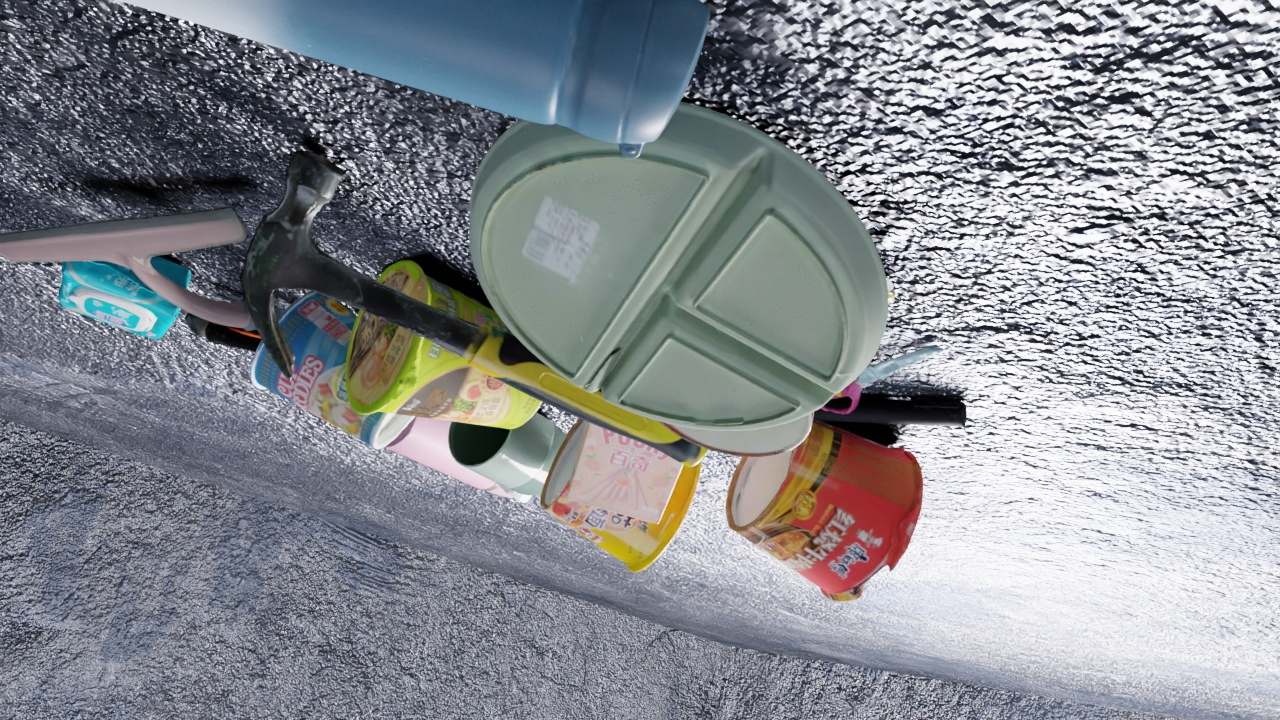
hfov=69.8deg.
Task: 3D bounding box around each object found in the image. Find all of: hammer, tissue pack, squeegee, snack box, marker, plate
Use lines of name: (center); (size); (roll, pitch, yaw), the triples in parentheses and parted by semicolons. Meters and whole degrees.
hammer: (-0.091, -0.002, 0.589); (0.323, 0.126, 0.032); (26, -167, -24)
tissue pack: (-0.445, -0.063, 0.790); (0.093, 0.050, 0.134); (26, 157, -27)
squeegee: (-0.321, -0.045, 0.723); (0.248, 0.040, 0.249); (-2, 165, 24)
snack box: (-0.004, 0.066, 0.753); (0.084, 0.026, 0.158); (16, 129, -4)
marker: (0.169, 0.036, 0.673); (0.132, 0.020, 0.022); (1, 142, 31)
plate: (0.012, -0.035, 0.482); (0.230, 0.027, 0.231); (15, 143, 11)

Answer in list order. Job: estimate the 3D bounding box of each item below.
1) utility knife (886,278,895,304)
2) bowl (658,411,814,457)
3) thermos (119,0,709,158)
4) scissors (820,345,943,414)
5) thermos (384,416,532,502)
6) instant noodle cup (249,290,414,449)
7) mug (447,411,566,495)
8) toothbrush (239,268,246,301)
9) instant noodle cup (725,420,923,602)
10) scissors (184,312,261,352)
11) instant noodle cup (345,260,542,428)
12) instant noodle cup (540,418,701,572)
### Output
utility knife: (0.120, -0.022, 0.565); (0.031, 0.018, 0.166); (10, 156, -5)
bowl: (0.059, 0.004, 0.584); (0.113, 0.062, 0.114); (14, 145, 10)
thermos: (-0.086, -0.134, 0.328); (0.220, 0.070, 0.070); (15, 161, -3)
scissors: (0.153, 0.010, 0.621); (0.056, 0.017, 0.134); (37, 150, -15)
thermos: (-0.200, 0.108, 1.043); (0.198, 0.067, 0.087); (37, -173, -44)
instant noodle cup: (-0.231, 0.011, 0.727); (0.110, 0.099, 0.099); (34, 161, 5)
mug: (-0.136, 0.079, 0.934); (0.112, 0.082, 0.106); (38, -179, 41)
toothbrush: (-0.340, -0.054, 0.797); (0.017, 0.014, 0.190); (21, 160, -20)
instant noodle cup: (0.142, 0.109, 0.744); (0.108, 0.137, 0.138); (28, 158, -11)
scissors: (-0.291, -0.001, 0.827); (0.229, 0.021, 0.190); (19, 180, -13)
instant noodle cup: (-0.134, -0.001, 0.674); (0.123, 0.111, 0.112); (19, 162, -38)
instant noodle cup: (-0.024, 0.116, 0.873); (0.109, 0.137, 0.138); (28, 158, -13)
